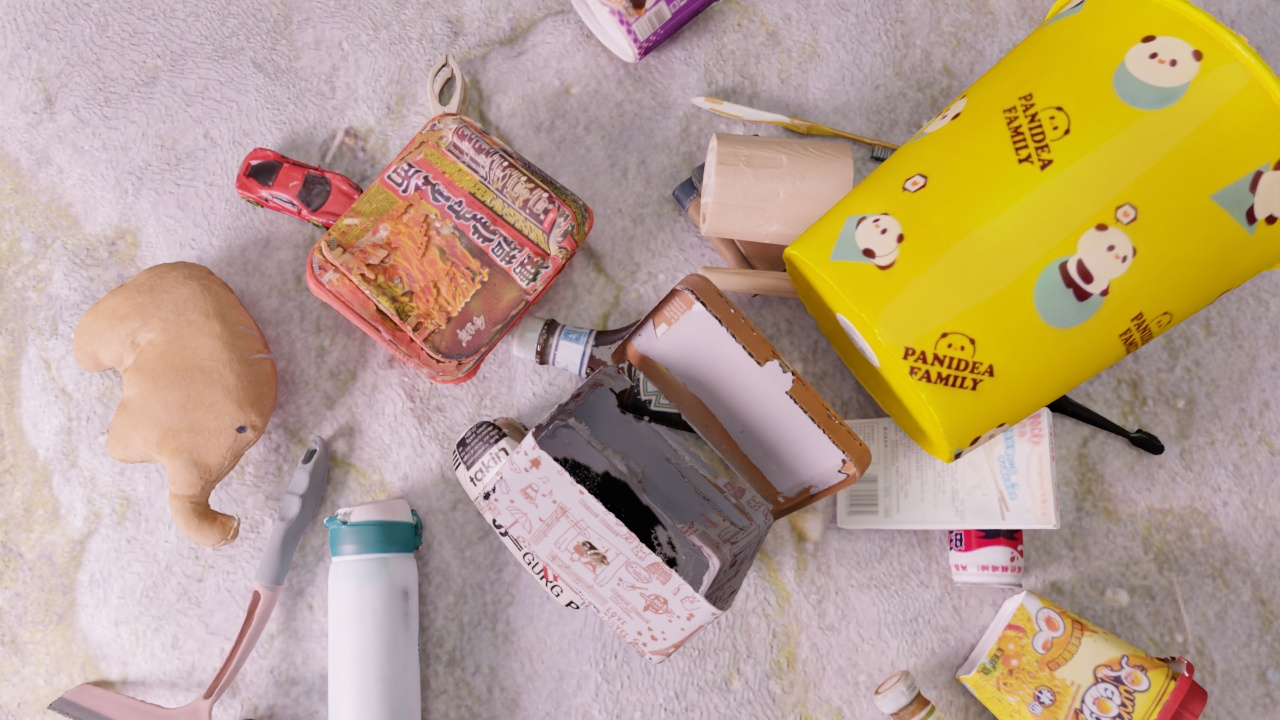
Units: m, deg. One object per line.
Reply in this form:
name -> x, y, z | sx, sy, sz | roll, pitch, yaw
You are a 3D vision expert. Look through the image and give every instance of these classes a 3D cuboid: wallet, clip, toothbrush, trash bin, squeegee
wallet -> 0.094, -0.121, 0.766 | 0.090, 0.033, 0.115 | -34, 83, -8
clip -> -0.169, -0.211, 0.788 | 0.061, 0.034, 0.097 | 5, 86, 0
toothbrush -> 0.317, 0.025, 0.735 | 0.212, 0.027, 0.026 | 25, 122, 4
toothbrush -> 0.135, -0.199, 0.791 | 0.191, 0.016, 0.018 | 15, 86, 3
trash bin -> 0.252, -0.078, 0.619 | 0.255, 0.229, 0.229 | -37, 79, 3
squeegee -> -0.287, 0.174, 0.688 | 0.248, 0.040, 0.249 | 8, 65, 27

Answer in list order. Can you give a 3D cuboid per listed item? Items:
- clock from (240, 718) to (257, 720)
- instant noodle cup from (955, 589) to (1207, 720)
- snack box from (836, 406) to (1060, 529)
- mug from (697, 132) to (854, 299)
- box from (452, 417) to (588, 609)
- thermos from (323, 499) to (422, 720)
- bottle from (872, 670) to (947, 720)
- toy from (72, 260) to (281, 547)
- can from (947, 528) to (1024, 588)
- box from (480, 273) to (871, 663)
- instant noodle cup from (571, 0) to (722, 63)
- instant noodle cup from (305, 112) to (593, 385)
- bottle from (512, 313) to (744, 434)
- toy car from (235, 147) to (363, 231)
clock -> -0.305, 0.330, 0.647 | 0.117, 0.060, 0.158 | 36, 77, 7
instant noodle cup -> 0.302, 0.232, 0.648 | 0.124, 0.116, 0.116 | 35, 80, 20
snack box -> 0.223, 0.082, 0.681 | 0.157, 0.027, 0.084 | -6, 74, 31
mug -> 0.101, -0.112, 0.715 | 0.103, 0.084, 0.125 | 6, 105, -3
box -> -0.076, 0.115, 0.709 | 0.163, 0.080, 0.075 | 46, 112, 8
thermos -> -0.192, 0.214, 0.671 | 0.073, 0.073, 0.224 | -4, 77, -1
bottle -> 0.244, 0.314, 0.651 | 0.059, 0.060, 0.206 | -37, 79, -8
toy -> -0.343, 0.027, 0.702 | 0.143, 0.082, 0.226 | -32, 73, 5
can -> 0.262, 0.105, 0.700 | 0.053, 0.053, 0.132 | 2, 77, 0
box -> 0.034, 0.066, 0.625 | 0.183, 0.155, 0.193 | 43, 125, 1
instant noodle cup -> 0.001, -0.316, 0.777 | 0.099, 0.111, 0.111 | -44, 81, 0
instant noodle cup -> -0.148, -0.083, 0.732 | 0.164, 0.079, 0.188 | 38, 79, 9
bottle -> -0.004, 0.004, 0.730 | 0.195, 0.044, 0.080 | 15, 87, 5
toy car -> -0.287, -0.144, 0.772 | 0.106, 0.031, 0.049 | 20, 79, 3
